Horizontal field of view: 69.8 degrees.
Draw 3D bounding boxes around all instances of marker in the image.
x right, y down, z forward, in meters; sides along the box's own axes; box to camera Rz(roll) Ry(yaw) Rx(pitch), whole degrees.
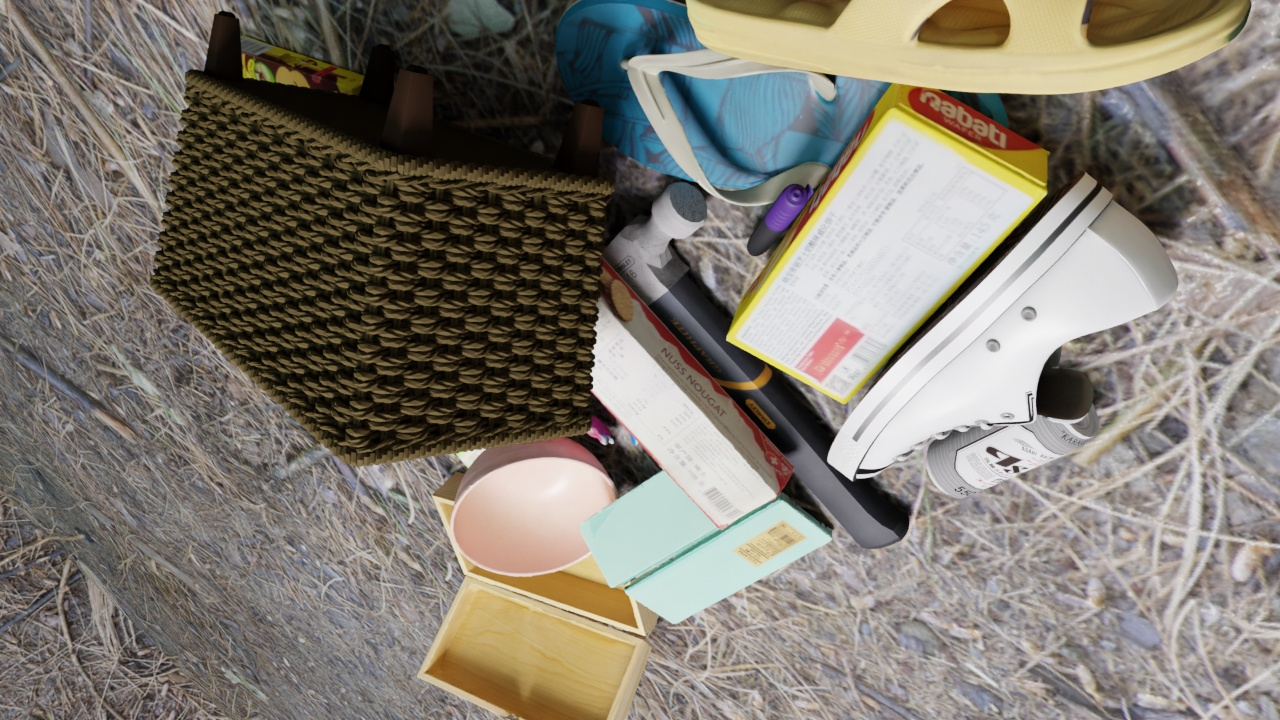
[{"bbox_3d":[0.083,-0.084,0.568,0.015,0.018,0.134,62,174,4],"label":"marker"}]

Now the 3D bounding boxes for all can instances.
[{"bbox_3d":[0.236,0.052,0.591,0.044,0.043,0.107,45,138,-3],"label":"can"}]

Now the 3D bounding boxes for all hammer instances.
[{"bbox_3d":[0.090,0.020,0.683,0.312,0.035,0.140,47,142,-6],"label":"hammer"}]

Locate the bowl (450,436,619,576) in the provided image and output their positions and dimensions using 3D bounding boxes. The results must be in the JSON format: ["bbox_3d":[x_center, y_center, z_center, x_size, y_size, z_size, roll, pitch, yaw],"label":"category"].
[{"bbox_3d":[-0.100,0.120,0.845,0.153,0.076,0.153,-7,128,-10],"label":"bowl"}]

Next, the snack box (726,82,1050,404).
[{"bbox_3d":[0.133,-0.061,0.534,0.092,0.042,0.201,28,139,-3],"label":"snack box"}]

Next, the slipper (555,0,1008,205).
[{"bbox_3d":[0.064,-0.144,0.551,0.295,0.060,0.118,19,136,24],"label":"slipper"}]

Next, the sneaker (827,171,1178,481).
[{"bbox_3d":[0.208,0.008,0.540,0.097,0.091,0.246,41,134,8],"label":"sneaker"}]

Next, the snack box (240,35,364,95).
[{"bbox_3d":[-0.285,-0.224,0.772,0.149,0.025,0.061,23,135,21],"label":"snack box"}]

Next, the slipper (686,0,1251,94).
[{"bbox_3d":[0.136,-0.184,0.432,0.264,0.099,0.078,17,142,32],"label":"slipper"}]

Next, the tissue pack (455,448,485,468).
[{"bbox_3d":[-0.156,0.069,0.909,0.099,0.034,0.114,48,137,-5],"label":"tissue pack"}]

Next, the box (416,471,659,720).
[{"bbox_3d":[-0.108,0.258,0.966,0.248,0.118,0.252,10,90,33],"label":"box"}]

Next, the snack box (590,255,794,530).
[{"bbox_3d":[-0.004,0.004,0.682,0.273,0.044,0.077,47,135,-1],"label":"snack box"}]

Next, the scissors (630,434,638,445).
[{"bbox_3d":[-0.004,0.024,0.775,0.127,0.013,0.126,21,133,26],"label":"scissors"}]

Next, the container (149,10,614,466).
[{"bbox_3d":[-0.176,-0.098,0.610,0.321,0.176,0.205,28,112,40],"label":"container"}]

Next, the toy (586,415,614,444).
[{"bbox_3d":[-0.067,0.043,0.818,0.102,0.050,0.065,19,169,20],"label":"toy"}]

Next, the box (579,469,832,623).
[{"bbox_3d":[0.049,0.149,0.777,0.187,0.055,0.138,-39,92,30],"label":"box"}]
